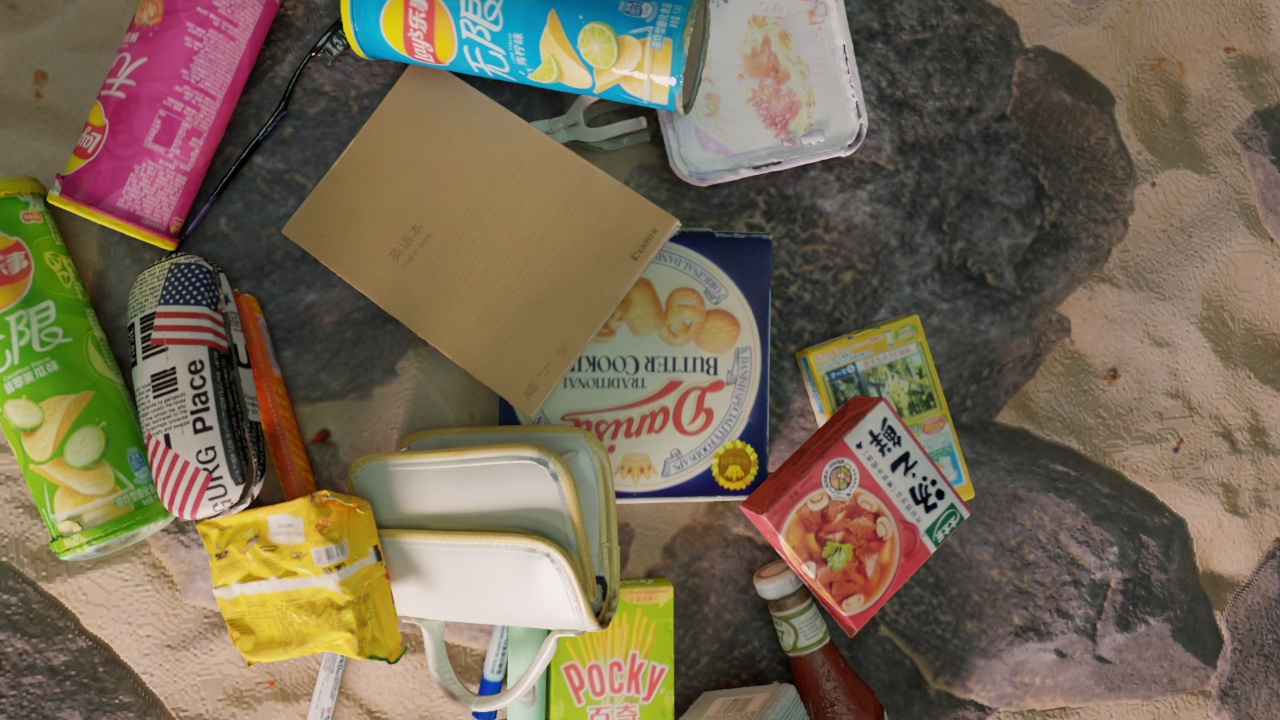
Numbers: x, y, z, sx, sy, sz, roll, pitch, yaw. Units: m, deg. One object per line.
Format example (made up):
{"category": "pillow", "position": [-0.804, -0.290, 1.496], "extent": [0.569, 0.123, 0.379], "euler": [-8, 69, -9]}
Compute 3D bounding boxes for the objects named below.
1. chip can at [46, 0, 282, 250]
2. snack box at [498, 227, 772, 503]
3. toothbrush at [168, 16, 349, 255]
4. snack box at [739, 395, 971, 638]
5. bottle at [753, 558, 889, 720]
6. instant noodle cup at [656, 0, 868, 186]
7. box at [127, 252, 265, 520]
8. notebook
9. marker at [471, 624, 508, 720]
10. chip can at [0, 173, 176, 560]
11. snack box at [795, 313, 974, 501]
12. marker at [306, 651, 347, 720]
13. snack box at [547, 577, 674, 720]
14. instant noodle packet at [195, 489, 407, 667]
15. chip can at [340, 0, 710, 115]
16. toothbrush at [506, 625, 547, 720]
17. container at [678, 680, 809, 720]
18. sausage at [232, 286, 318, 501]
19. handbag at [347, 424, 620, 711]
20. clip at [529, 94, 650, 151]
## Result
{"category": "chip can", "position": [-0.273, -0.176, 0.549], "extent": [0.071, 0.071, 0.210], "euler": [23, 87, -10]}
{"category": "snack box", "position": [-0.004, 0.004, 0.613], "extent": [0.178, 0.046, 0.182], "euler": [0, 91, -9]}
{"category": "toothbrush", "position": [-0.241, -0.141, 0.584], "extent": [0.016, 0.014, 0.189], "euler": [36, 85, -21]}
{"category": "snack box", "position": [0.149, 0.106, 0.603], "extent": [0.113, 0.044, 0.127], "euler": [-42, 101, -12]}
{"category": "bottle", "position": [0.133, 0.236, 0.636], "extent": [0.059, 0.060, 0.206], "euler": [-25, 95, -9]}
{"category": "instant noodle cup", "position": [0.065, -0.207, 0.613], "extent": [0.138, 0.060, 0.173], "euler": [-13, 92, -9]}
{"category": "box", "position": [-0.264, 0.015, 0.553], "extent": [0.072, 0.060, 0.164], "euler": [-14, 79, -3]}
{"category": "notebook", "position": [-0.103, -0.082, 0.573], "extent": [0.211, 0.012, 0.149], "euler": [35, 85, 13]}
{"category": "marker", "position": [-0.089, 0.168, 0.616], "extent": [0.017, 0.017, 0.145], "euler": [13, 89, -10]}
{"category": "chip can", "position": [-0.345, 0.008, 0.539], "extent": [0.072, 0.072, 0.221], "euler": [-22, 95, -9]}
{"category": "snack box", "position": [0.174, 0.045, 0.652], "extent": [0.087, 0.034, 0.140], "euler": [-20, 96, -9]}
{"category": "marker", "position": [-0.204, 0.213, 0.596], "extent": [0.017, 0.017, 0.145], "euler": [14, 89, -10]}
{"category": "snack box", "position": [-0.021, 0.229, 0.624], "extent": [0.085, 0.026, 0.156], "euler": [0, 91, -11]}
{"category": "instant noodle packet", "position": [-0.204, 0.131, 0.553], "extent": [0.129, 0.044, 0.111], "euler": [-11, 98, 29]}
{"category": "chip can", "position": [-0.067, -0.200, 0.551], "extent": [0.210, 0.071, 0.071], "euler": [13, 89, 9]}
{"category": "toothbrush", "position": [-0.076, 0.228, 0.608], "extent": [0.026, 0.027, 0.224], "euler": [2, 99, -3]}
{"category": "container", "position": [0.073, 0.281, 0.599], "extent": [0.090, 0.089, 0.111], "euler": [-20, 93, 33]}
{"category": "sausage", "position": [-0.233, 0.032, 0.584], "extent": [0.021, 0.021, 0.165], "euler": [-16, 94, -9]}
{"category": "handbag", "position": [-0.094, 0.132, 0.555], "extent": [0.164, 0.063, 0.179], "euler": [-4, 96, 26]}
{"category": "clip", "position": [-0.037, -0.155, 0.594], "extent": [0.102, 0.094, 0.035], "euler": [-13, 93, -21]}
